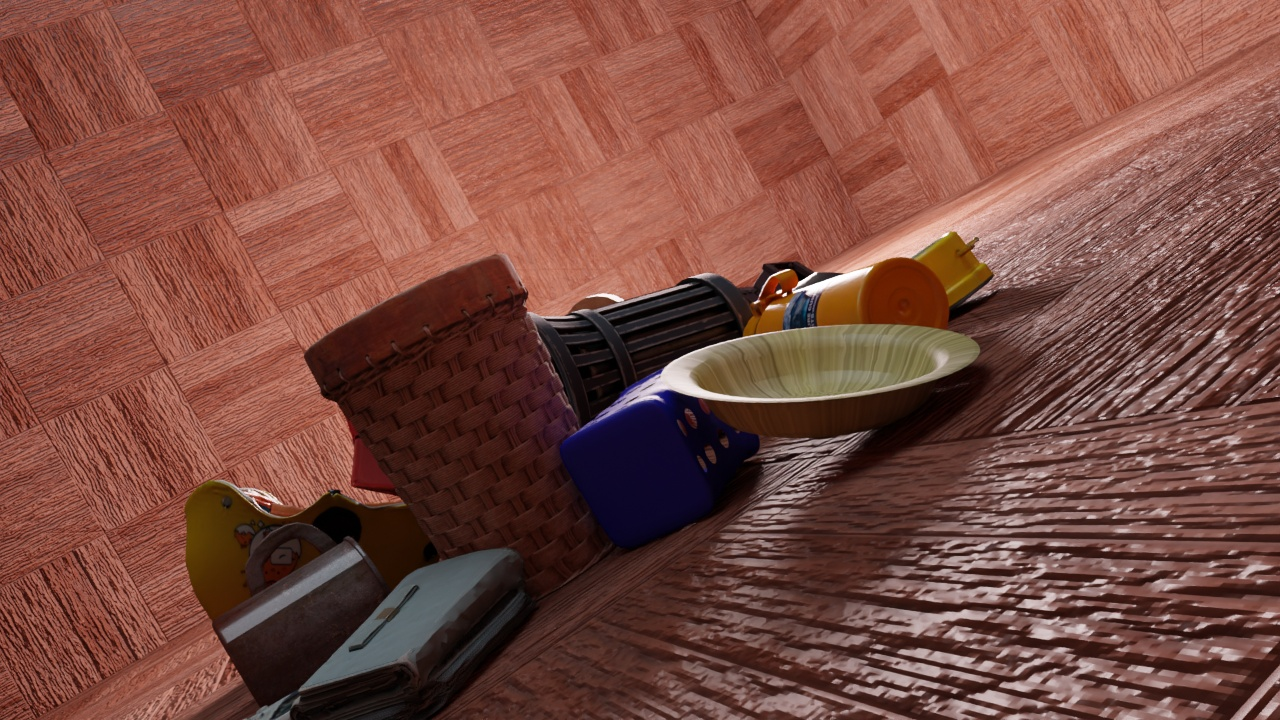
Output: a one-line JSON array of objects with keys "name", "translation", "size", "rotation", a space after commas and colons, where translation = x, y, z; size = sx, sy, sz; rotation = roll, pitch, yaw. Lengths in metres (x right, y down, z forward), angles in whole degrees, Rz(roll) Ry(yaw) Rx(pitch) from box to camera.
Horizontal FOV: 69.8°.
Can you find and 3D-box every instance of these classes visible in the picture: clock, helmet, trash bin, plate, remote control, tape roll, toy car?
[{"name": "clock", "translation": [0.243, -0.060, 0.790], "size": [0.119, 0.057, 0.083], "rotation": [-37, -3, 28]}, {"name": "helmet", "translation": [-0.291, 0.189, 0.838], "size": [0.240, 0.139, 0.209], "rotation": [6, -12, -12]}, {"name": "trash bin", "translation": [-0.108, 0.054, 0.621], "size": [0.151, 0.210, 0.151], "rotation": [-28, 3, 1]}, {"name": "plate", "translation": [0.106, 0.016, 0.552], "size": [0.184, 0.036, 0.184], "rotation": [-7, 12, 1]}, {"name": "remote control", "translation": [-0.218, 0.222, 0.541], "size": [0.114, 0.028, 0.060], "rotation": [-29, 2, -8]}, {"name": "tape roll", "translation": [-0.048, -0.036, 1.148], "size": [0.094, 0.094, 0.027], "rotation": [-29, 2, 17]}, {"name": "toy car", "translation": [0.188, -0.081, 1.115], "size": [0.169, 0.062, 0.070], "rotation": [-8, 34, -32]}, {"name": "trash bin", "translation": [-0.005, 0.005, 0.900], "size": [0.226, 0.164, 0.165], "rotation": [-18, -4, -30]}]

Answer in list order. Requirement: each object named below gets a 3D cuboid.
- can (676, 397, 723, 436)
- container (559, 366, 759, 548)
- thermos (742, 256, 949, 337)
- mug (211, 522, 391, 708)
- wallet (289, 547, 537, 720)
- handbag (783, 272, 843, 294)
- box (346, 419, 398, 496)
[{"name": "can", "translation": [0.073, 0.035, 0.823], "size": [0.096, 0.054, 0.054], "rotation": [-29, 2, -7]}, {"name": "container", "translation": [0.016, 0.057, 0.605], "size": [0.085, 0.085, 0.113], "rotation": [-29, 3, 25]}, {"name": "thermos", "translation": [0.158, -0.036, 0.771], "size": [0.076, 0.091, 0.233], "rotation": [4, -6, -16]}, {"name": "mug", "translation": [-0.236, 0.176, 0.640], "size": [0.110, 0.123, 0.096], "rotation": [-30, -18, -32]}, {"name": "wallet", "translation": [-0.126, 0.162, 0.522], "size": [0.101, 0.054, 0.131], "rotation": [-29, 7, 23]}, {"name": "handbag", "translation": [0.198, -0.033, 0.956], "size": [0.175, 0.072, 0.196], "rotation": [-30, 13, -26]}, {"name": "box", "translation": [-0.195, 0.096, 0.900], "size": [0.137, 0.126, 0.157], "rotation": [-20, -15, 10]}]
